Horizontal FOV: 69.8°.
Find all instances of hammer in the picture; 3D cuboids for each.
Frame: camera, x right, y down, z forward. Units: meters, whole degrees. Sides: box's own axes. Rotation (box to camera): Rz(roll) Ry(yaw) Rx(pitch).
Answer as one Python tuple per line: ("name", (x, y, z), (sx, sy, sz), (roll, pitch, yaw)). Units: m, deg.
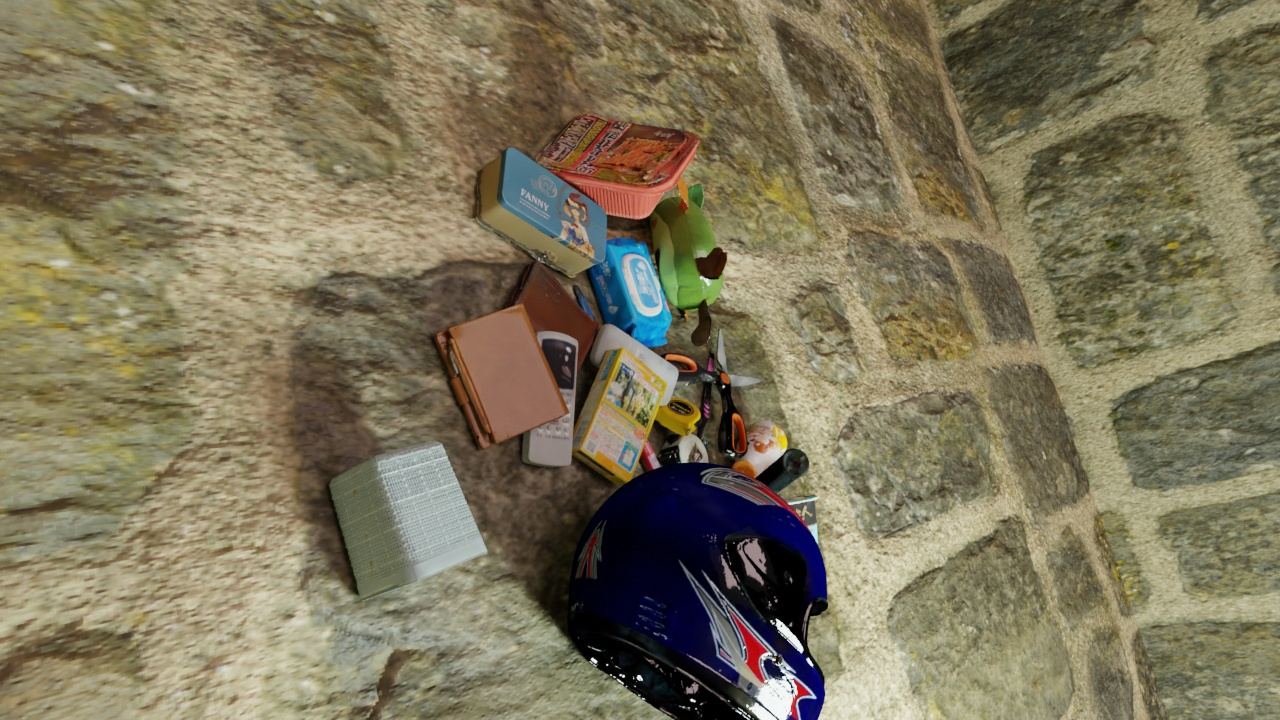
("hammer", (0.141, 0.160, 1.104), (0.032, 0.301, 0.128), (-12, 72, -13))

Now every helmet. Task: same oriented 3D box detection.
("helmet", (0.082, 0.247, 0.971), (0.315, 0.248, 0.239), (42, 61, -18))

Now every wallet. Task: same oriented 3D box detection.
("wallet", (-0.146, 0.016, 0.967), (0.107, 0.031, 0.132), (-23, 88, -29))
("wallet", (-0.102, -0.048, 1.082), (0.124, 0.032, 0.101), (47, 39, -27))

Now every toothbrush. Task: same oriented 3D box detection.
("toothbrush", (-0.043, -0.008, 1.153), (0.014, 0.016, 0.189), (-27, 91, -44))
("toothbrush", (0.094, 0.061, 1.286), (0.014, 0.018, 0.188), (36, 45, -28))

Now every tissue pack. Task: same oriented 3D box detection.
("tissue pack", (-0.011, -0.088, 1.197), (0.094, 0.052, 0.157), (-11, 81, -53))

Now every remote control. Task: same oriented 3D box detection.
("remote control", (-0.099, 0.043, 1.017), (0.058, 0.021, 0.150), (11, 77, -39))
("remote control", (-0.007, 0.007, 1.146), (0.136, 0.020, 0.055), (33, 69, -36))

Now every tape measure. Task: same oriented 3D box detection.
("tape measure", (0.058, 0.128, 1.191), (0.066, 0.034, 0.065), (53, 39, -22))
("tape measure", (0.048, 0.074, 1.194), (0.060, 0.029, 0.057), (28, 30, 19))

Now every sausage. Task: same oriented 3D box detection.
("sausage", (0.013, 0.128, 1.146), (0.020, 0.020, 0.156), (-31, 98, -53))

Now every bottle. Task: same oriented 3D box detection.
("bottle", (0.165, 0.131, 1.299), (0.063, 0.063, 0.108), (61, 36, -10))

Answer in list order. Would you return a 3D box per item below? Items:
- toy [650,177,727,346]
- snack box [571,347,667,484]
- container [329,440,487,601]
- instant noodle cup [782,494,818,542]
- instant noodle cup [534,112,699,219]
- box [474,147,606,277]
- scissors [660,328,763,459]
("toy", (0.063, -0.142, 1.247), (0.246, 0.090, 0.227), (-105, -168, -50))
("snack box", (-0.026, 0.066, 1.088), (0.087, 0.034, 0.140), (39, 64, -34))
("container", (-0.207, 0.138, 0.806), (0.090, 0.090, 0.111), (-13, 80, -54))
("instant noodle cup", (0.198, 0.250, 1.252), (0.111, 0.111, 0.120), (0, 80, -52))
("instant noodle cup", (-0.027, -0.249, 1.187), (0.164, 0.189, 0.079), (-60, 156, -46))
("box", (-0.121, -0.176, 1.097), (0.184, 0.062, 0.089), (28, 51, -43))
("scissors", (0.104, 0.038, 1.291), (0.220, 0.022, 0.234), (21, 47, -36))
